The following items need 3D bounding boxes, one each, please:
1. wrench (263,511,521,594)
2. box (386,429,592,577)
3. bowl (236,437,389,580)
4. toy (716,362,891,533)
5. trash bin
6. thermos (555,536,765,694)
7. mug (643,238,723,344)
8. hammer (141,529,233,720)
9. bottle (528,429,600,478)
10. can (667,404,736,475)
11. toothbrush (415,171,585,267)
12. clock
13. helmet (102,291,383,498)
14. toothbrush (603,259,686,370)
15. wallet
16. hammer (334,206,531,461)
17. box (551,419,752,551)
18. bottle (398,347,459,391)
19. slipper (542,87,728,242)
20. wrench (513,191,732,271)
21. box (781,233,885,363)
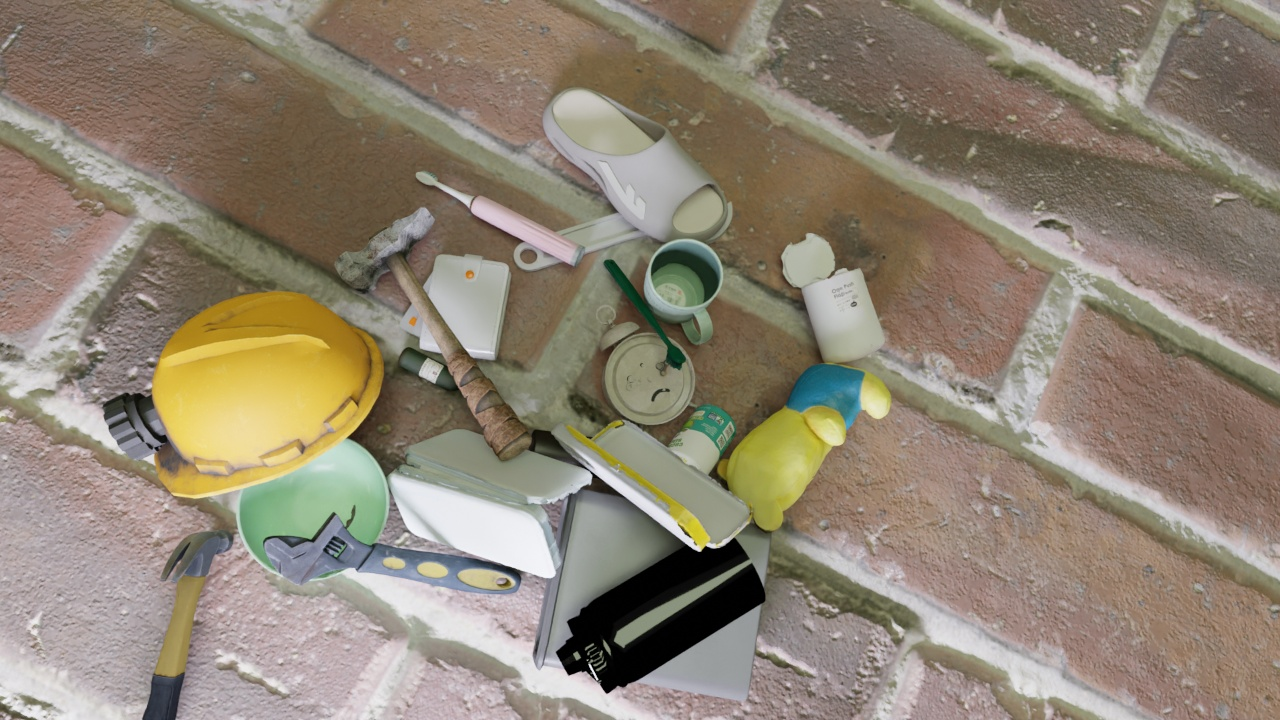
[{"bbox_3d":[-0.244,0.208,0.936,0.273,0.022,0.073,19,83,-31],"label":"wrench"},{"bbox_3d":[-0.148,0.130,0.966,0.215,0.106,0.126,11,43,29],"label":"box"},{"bbox_3d":[-0.337,0.155,0.967,0.151,0.077,0.150,2,77,-7],"label":"bowl"},{"bbox_3d":[0.172,0.084,1.014,0.213,0.149,0.084,-43,97,-11],"label":"toy"},{"bbox_3d":[0.012,0.248,0.983,0.220,0.098,0.191,12,76,-6],"label":"trash bin"},{"bbox_3d":[0.015,0.247,0.889,0.198,0.086,0.086,-28,82,-14],"label":"thermos"},{"bbox_3d":[0.050,-0.071,1.054,0.084,0.104,0.111,-23,81,-12],"label":"mug"},{"bbox_3d":[-0.470,0.335,0.902,0.025,0.118,0.332,10,82,-3],"label":"hammer"},{"bbox_3d":[-0.033,0.112,1.034,0.184,0.045,0.045,9,76,-13],"label":"bottle"},{"bbox_3d":[0.063,0.098,1.027,0.055,0.055,0.101,39,50,2],"label":"can"},{"bbox_3d":[-0.167,-0.172,1.082,0.222,0.026,0.027,28,117,5],"label":"toothbrush"},{"bbox_3d":[-0.006,0.006,1.054,0.103,0.061,0.157,-31,90,-16],"label":"clock"},{"bbox_3d":[-0.403,0.010,0.924,0.255,0.131,0.205,-27,49,-9],"label":"helmet"},{"bbox_3d":[0.002,-0.055,1.044,0.016,0.017,0.189,-5,43,-31],"label":"toothbrush"},{"bbox_3d":[-0.214,-0.065,1.055,0.115,0.037,0.118,8,77,0],"label":"wallet"},{"bbox_3d":[-0.212,-0.027,0.994,0.121,0.049,0.318,-35,69,-3],"label":"hammer"},{"bbox_3d":[0.006,0.120,0.926,0.117,0.210,0.057,1,112,-46],"label":"box"},{"bbox_3d":[-0.223,0.018,1.040,0.106,0.025,0.025,27,75,-1],"label":"bottle"},{"bbox_3d":[-0.009,-0.246,1.086,0.266,0.081,0.112,43,72,12],"label":"slipper"},{"bbox_3d":[-0.018,-0.152,1.110,0.273,0.018,0.086,-20,81,-10],"label":"wrench"},{"bbox_3d":[0.227,-0.079,1.095,0.083,0.092,0.166,-17,89,-7],"label":"box"}]
